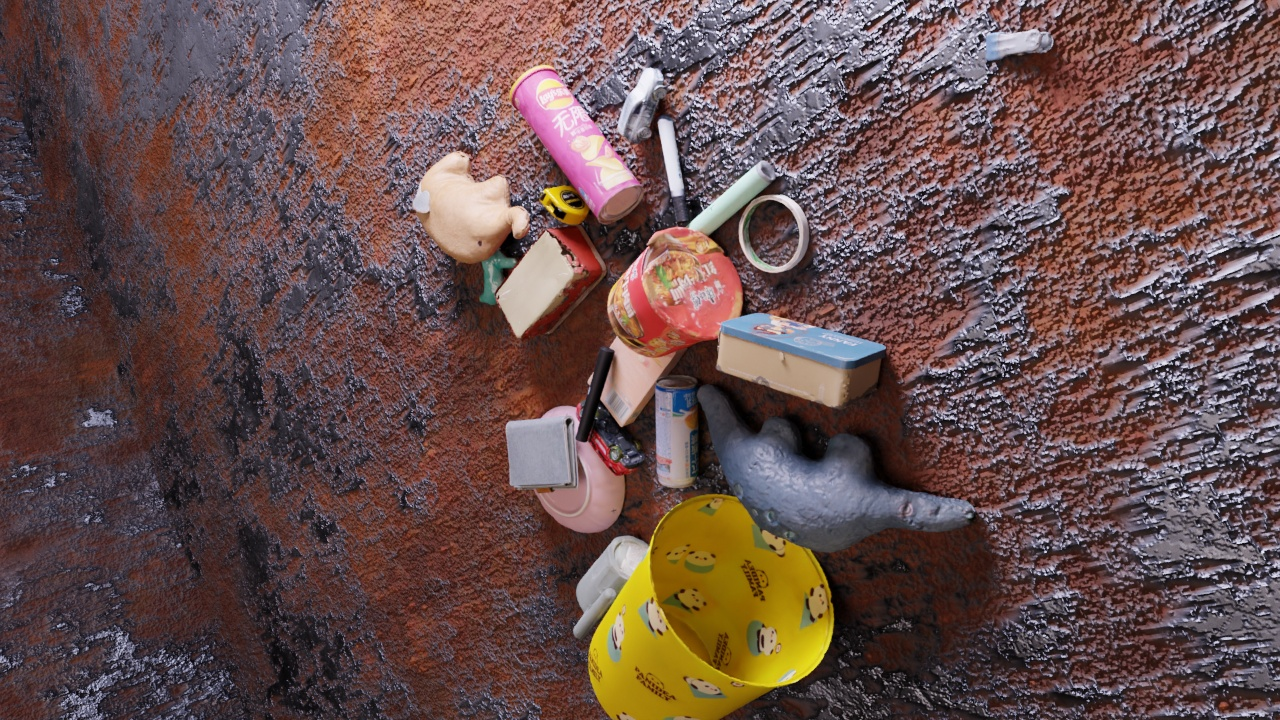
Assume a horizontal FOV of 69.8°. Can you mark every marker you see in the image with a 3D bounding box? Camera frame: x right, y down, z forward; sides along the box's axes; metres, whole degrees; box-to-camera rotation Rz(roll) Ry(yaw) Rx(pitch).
[{"bbox_3d":[0.040,-0.225,1.082,0.018,0.022,0.130,-11,87,18],"label":"marker"},{"bbox_3d":[-0.060,0.046,1.208,0.022,0.020,0.132,20,104,13],"label":"marker"}]

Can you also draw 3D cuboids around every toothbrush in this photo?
[{"bbox_3d":[0.075,-0.158,1.073,0.225,0.026,0.027,-38,48,43],"label":"toothbrush"}]

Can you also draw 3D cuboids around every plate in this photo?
[{"bbox_3d":[-0.104,0.163,1.329,0.193,0.038,0.192,14,112,40],"label":"plate"}]

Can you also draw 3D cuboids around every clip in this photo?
[{"bbox_3d":[0.328,-0.276,0.802,0.057,0.029,0.024,14,110,47],"label":"clip"}]

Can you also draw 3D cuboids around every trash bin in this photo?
[{"bbox_3d":[0.067,0.324,1.102,0.229,0.229,0.256,51,137,19],"label":"trash bin"}]

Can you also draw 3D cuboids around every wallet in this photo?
[{"bbox_3d":[-0.137,0.135,1.299,0.130,0.036,0.106,-9,85,43],"label":"wallet"}]

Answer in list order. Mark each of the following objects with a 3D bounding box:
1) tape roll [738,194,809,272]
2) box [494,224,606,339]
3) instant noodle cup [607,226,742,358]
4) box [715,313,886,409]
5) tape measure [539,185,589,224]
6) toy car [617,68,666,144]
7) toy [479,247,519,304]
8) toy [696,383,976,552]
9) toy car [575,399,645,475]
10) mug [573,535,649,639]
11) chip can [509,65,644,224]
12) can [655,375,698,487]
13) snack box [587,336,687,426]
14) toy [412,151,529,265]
[{"bbox_3d":[0.147,-0.141,1.017,0.086,0.013,0.086,14,112,40],"label":"tape roll"},{"bbox_3d":[-0.131,-0.102,1.248,0.169,0.076,0.091,-43,72,43],"label":"box"},{"bbox_3d":[0.035,-0.070,1.071,0.109,0.137,0.138,-33,79,53],"label":"instant noodle cup"},{"bbox_3d":[0.174,-0.001,0.984,0.184,0.089,0.059,16,112,37],"label":"box"},{"bbox_3d":[-0.097,-0.201,1.199,0.057,0.059,0.029,48,130,15],"label":"tape measure"},{"bbox_3d":[0.001,-0.302,1.085,0.091,0.034,0.043,-64,31,33],"label":"toy car"},{"bbox_3d":[-0.210,-0.126,1.350,0.097,0.030,0.092,5,108,40],"label":"toy"},{"bbox_3d":[0.187,0.137,1.022,0.357,0.091,0.138,21,89,36],"label":"toy"},{"bbox_3d":[-0.045,0.104,1.246,0.120,0.052,0.045,55,128,19],"label":"toy car"},{"bbox_3d":[-0.038,0.313,1.257,0.083,0.123,0.104,36,125,4],"label":"mug"},{"bbox_3d":[-0.081,-0.272,1.153,0.210,0.071,0.072,55,132,17],"label":"chip can"},{"bbox_3d":[0.046,0.089,1.155,0.053,0.053,0.135,13,111,41],"label":"can"},{"bbox_3d":[-0.007,0.007,1.199,0.084,0.026,0.158,52,131,20],"label":"snack box"},{"bbox_3d":[-0.236,-0.203,1.312,0.226,0.082,0.144,34,113,30],"label":"toy"}]
